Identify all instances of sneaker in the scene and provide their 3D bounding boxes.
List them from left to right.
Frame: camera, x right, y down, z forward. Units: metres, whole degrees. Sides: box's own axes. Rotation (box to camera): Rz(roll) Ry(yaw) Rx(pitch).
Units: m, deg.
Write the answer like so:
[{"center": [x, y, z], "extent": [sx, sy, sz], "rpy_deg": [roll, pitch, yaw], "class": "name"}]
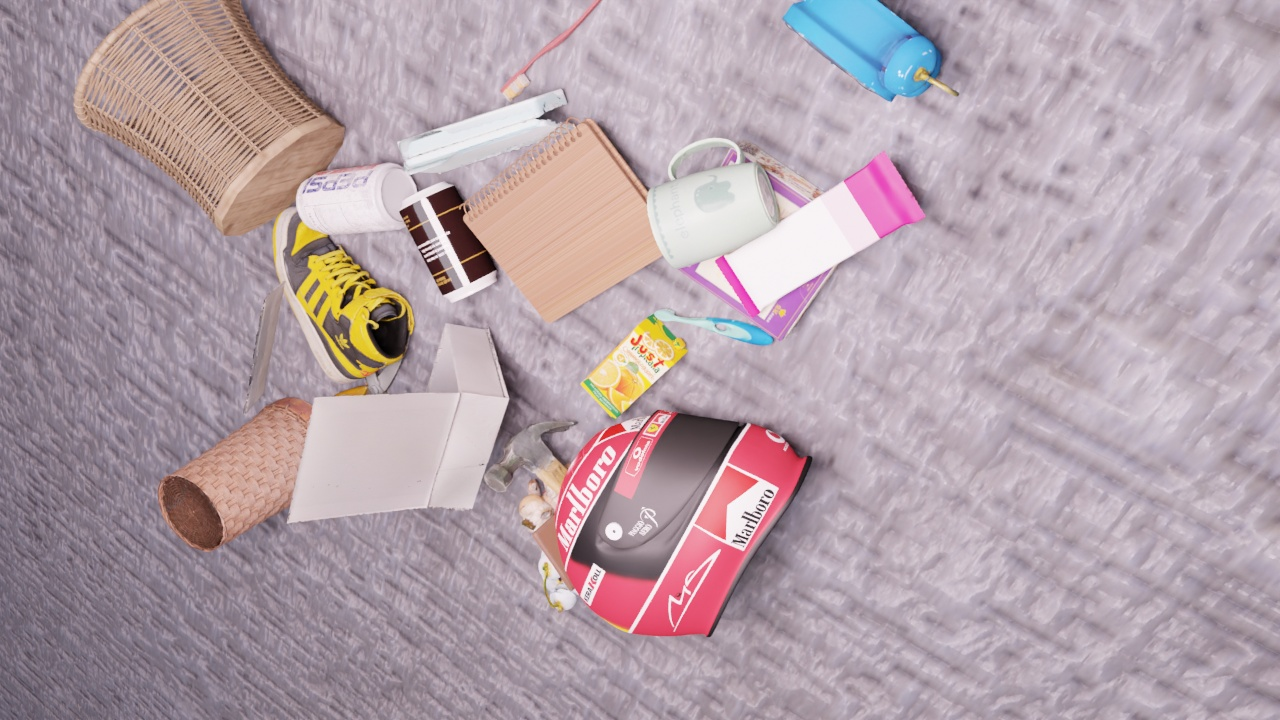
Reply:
[{"center": [-0.376, -0.091, 1.170], "extent": [0.122, 0.085, 0.238], "rpy_deg": [-12, 104, 28], "class": "sneaker"}]

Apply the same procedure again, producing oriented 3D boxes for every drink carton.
[{"center": [-0.006, 0.006, 1.043], "extent": [0.058, 0.041, 0.123], "rpy_deg": [47, 125, 1], "class": "drink carton"}]

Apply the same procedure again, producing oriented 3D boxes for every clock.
[{"center": [-0.092, 0.266, 1.168], "extent": [0.057, 0.117, 0.083], "rpy_deg": [-8, 109, 24], "class": "clock"}, {"center": [0.195, -0.262, 0.764], "extent": [0.161, 0.116, 0.060], "rpy_deg": [39, 113, 6], "class": "clock"}]

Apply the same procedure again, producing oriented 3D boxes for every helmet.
[{"center": [0.024, 0.164, 1.000], "extent": [0.225, 0.197, 0.271], "rpy_deg": [29, 105, 8], "class": "helmet"}]

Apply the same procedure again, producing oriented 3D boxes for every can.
[{"center": [-0.342, -0.193, 1.107], "extent": [0.136, 0.078, 0.078], "rpy_deg": [0, 113, 28], "class": "can"}, {"center": [-0.224, -0.138, 1.073], "extent": [0.072, 0.071, 0.128], "rpy_deg": [-18, 104, 34], "class": "can"}]

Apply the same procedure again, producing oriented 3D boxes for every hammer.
[{"center": [-0.034, 0.204, 1.123], "extent": [0.330, 0.131, 0.033], "rpy_deg": [45, 138, -10], "class": "hammer"}]

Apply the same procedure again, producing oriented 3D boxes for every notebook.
[{"center": [-0.083, -0.148, 1.000], "extent": [0.211, 0.022, 0.169], "rpy_deg": [-27, 108, 38], "class": "notebook"}]

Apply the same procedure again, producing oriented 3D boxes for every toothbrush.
[{"center": [-0.083, -0.328, 0.942], "extent": [0.185, 0.015, 0.015], "rpy_deg": [-33, 98, 35], "class": "toothbrush"}, {"center": [0.079, -0.038, 0.993], "extent": [0.135, 0.017, 0.022], "rpy_deg": [14, 119, 19], "class": "toothbrush"}]

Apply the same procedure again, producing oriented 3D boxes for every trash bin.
[{"center": [-0.555, 0.163, 1.312], "extent": [0.151, 0.209, 0.151], "rpy_deg": [12, 118, 23], "class": "trash bin"}]

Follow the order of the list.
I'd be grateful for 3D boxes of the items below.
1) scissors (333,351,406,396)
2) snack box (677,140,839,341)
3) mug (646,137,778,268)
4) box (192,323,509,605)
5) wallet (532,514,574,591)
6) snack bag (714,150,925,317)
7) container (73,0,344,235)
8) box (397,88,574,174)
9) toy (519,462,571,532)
[{"center": [-0.378, 0.056, 1.284], "extent": [0.227, 0.016, 0.225], "rpy_deg": [-7, 109, 30], "class": "scissors"}, {"center": [0.122, -0.117, 0.914], "extent": [0.148, 0.040, 0.144], "rpy_deg": [37, 125, 8], "class": "snack box"}, {"center": [0.067, -0.154, 0.859], "extent": [0.104, 0.084, 0.111], "rpy_deg": [-16, 76, 22], "class": "mug"}, {"center": [-0.262, 0.104, 0.996], "extent": [0.149, 0.411, 0.167], "rpy_deg": [26, 116, 11], "class": "box"}, {"center": [-0.070, 0.212, 1.129], "extent": [0.013, 0.120, 0.087], "rpy_deg": [-24, 101, 49], "class": "wallet"}, {"center": [0.162, -0.113, 0.858], "extent": [0.197, 0.016, 0.070], "rpy_deg": [-32, 93, 34], "class": "snack bag"}, {"center": [-0.485, -0.279, 1.064], "extent": [0.196, 0.226, 0.228], "rpy_deg": [46, 126, -6], "class": "container"}, {"center": [-0.172, -0.247, 0.994], "extent": [0.199, 0.085, 0.070], "rpy_deg": [-7, 81, 30], "class": "box"}, {"center": [-0.124, 0.179, 1.155], "extent": [0.074, 0.105, 0.085], "rpy_deg": [24, 133, -8], "class": "toy"}]
